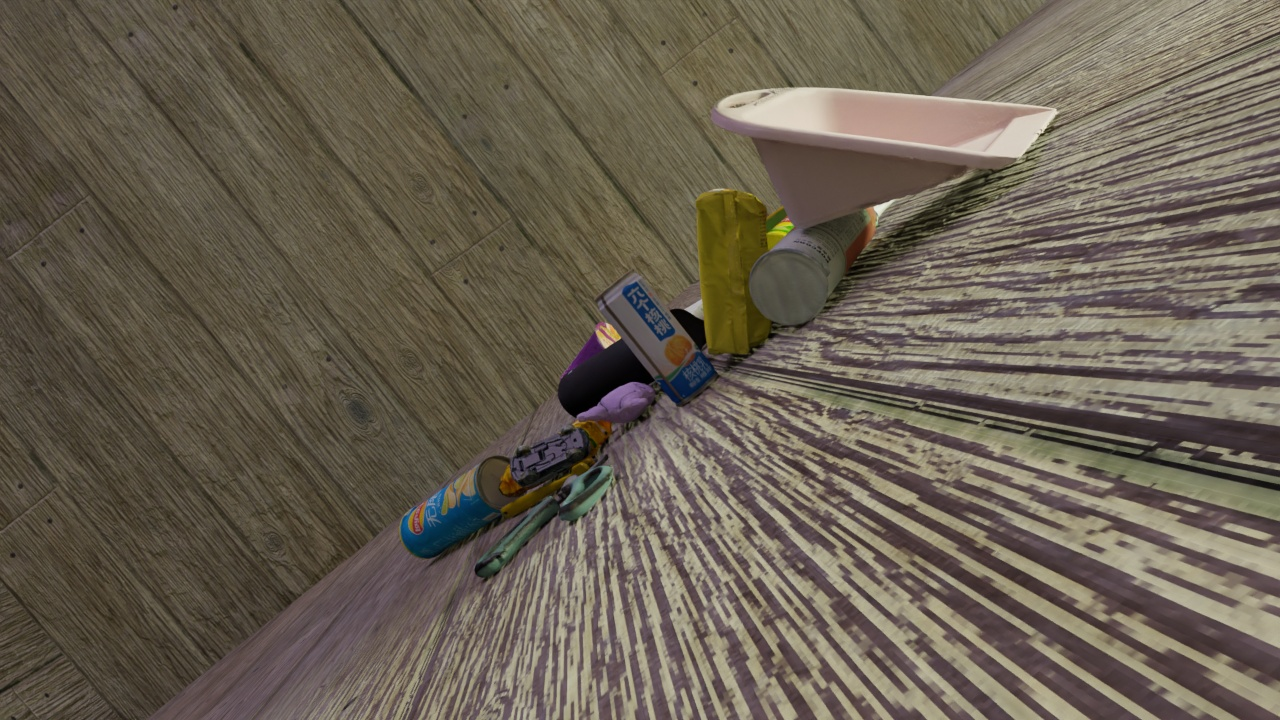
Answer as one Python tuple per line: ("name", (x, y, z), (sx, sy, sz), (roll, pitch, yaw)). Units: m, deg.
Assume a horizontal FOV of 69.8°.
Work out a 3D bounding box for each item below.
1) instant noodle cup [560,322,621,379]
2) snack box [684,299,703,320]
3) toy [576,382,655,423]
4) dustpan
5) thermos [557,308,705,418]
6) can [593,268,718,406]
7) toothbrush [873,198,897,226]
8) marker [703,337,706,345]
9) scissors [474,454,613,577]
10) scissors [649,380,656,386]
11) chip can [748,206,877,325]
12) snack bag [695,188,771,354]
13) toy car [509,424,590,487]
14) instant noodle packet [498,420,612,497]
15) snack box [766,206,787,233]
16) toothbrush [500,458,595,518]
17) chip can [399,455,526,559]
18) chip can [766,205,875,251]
("instant noodle cup", (-0.051, 0.019, 1.298), (0.099, 0.111, 0.111), (-47, 1, 18))
("snack box", (0.037, -0.026, 1.237), (0.085, 0.027, 0.156), (-27, 14, 45))
("toy", (-0.019, 0.048, 1.037), (0.084, 0.039, 0.107), (-13, 7, 15))
("dustpan", (0.208, -0.221, 0.823), (0.274, 0.139, 0.221), (-17, 13, 34))
("thermos", (-0.007, 0.007, 1.125), (0.089, 0.068, 0.243), (-11, -12, -37))
("can", (0.015, -0.023, 0.893), (0.053, 0.134, 0.053), (-38, 3, 2))
("toothbrush", (0.239, -0.144, 1.044), (0.224, 0.027, 0.026), (-39, -28, -7))
("marker", (0.059, -0.004, 1.158), (0.018, 0.015, 0.123), (-34, 5, 45))
("scissors", (-0.086, 0.139, 0.820), (0.181, 0.019, 0.170), (-40, 5, -1))
("scissors", (-0.043, 0.074, 1.174), (0.227, 0.015, 0.188), (-37, 4, 26))
("chip can", (0.172, -0.106, 0.883), (0.071, 0.071, 0.214), (-36, 5, 35))
("snack bag", (0.101, -0.101, 0.962), (0.068, 0.158, 0.246), (-4, 11, 8))
("toy car", (-0.094, 0.103, 0.971), (0.090, 0.034, 0.043), (-27, 44, 3))
("instant noodle packet", (-0.092, 0.105, 1.049), (0.128, 0.044, 0.110), (-32, 5, 14))
("snack box", (0.223, -0.191, 1.317), (0.209, 0.070, 0.158), (-36, 1, -44))
("toothbrush", (-0.101, 0.138, 0.977), (0.016, 0.015, 0.191), (-35, 0, -41))
("chip can", (-0.225, 0.185, 1.146), (0.211, 0.071, 0.071), (-35, 5, 43))
("chip can", (0.225, -0.172, 1.151), (0.220, 0.072, 0.073), (-42, 6, -40))
